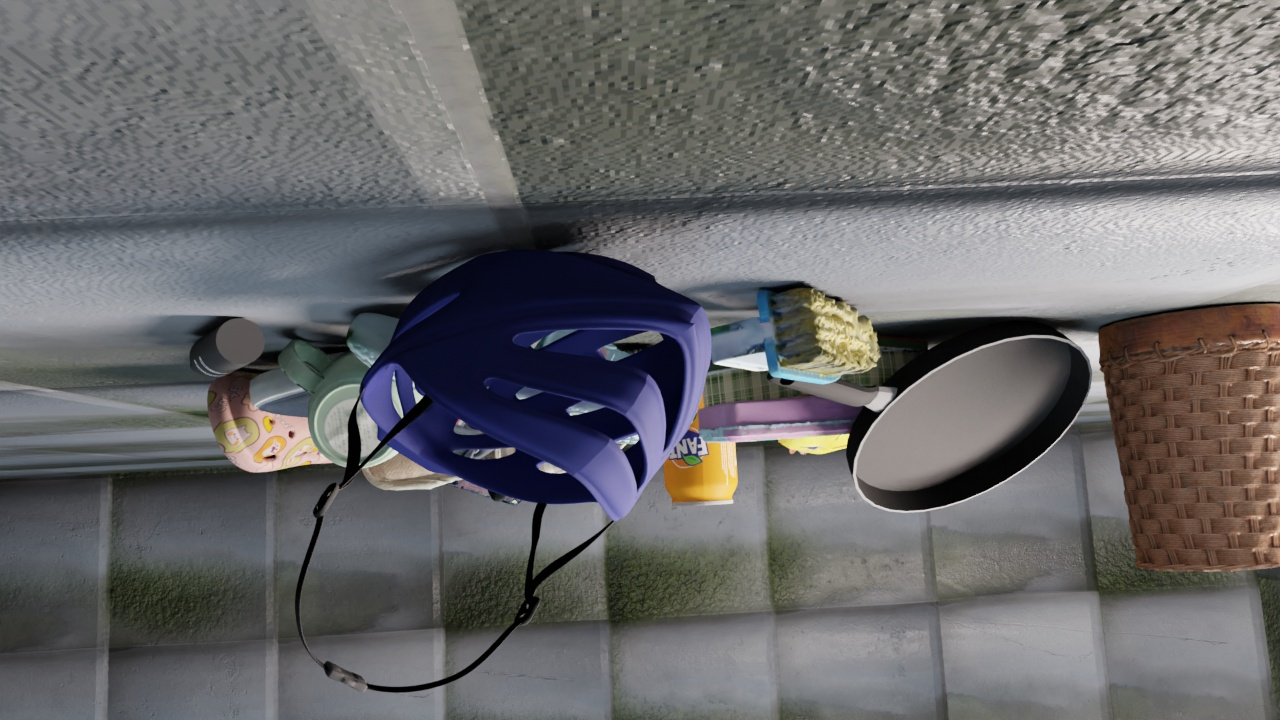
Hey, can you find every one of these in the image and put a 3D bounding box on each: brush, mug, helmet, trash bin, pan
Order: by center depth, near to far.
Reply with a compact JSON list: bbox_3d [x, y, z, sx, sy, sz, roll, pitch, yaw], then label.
[{"bbox_3d":[-0.074,0.056,0.462,0.147,0.227,0.242,38,147,-28],"label":"helmet"},{"bbox_3d":[0.110,-0.011,0.631,0.075,0.055,0.135,-13,168,31],"label":"brush"},{"bbox_3d":[-0.212,0.026,0.664,0.111,0.084,0.104,41,180,-12],"label":"mug"},{"bbox_3d":[0.237,0.039,0.782,0.355,0.034,0.226,16,126,-33],"label":"pan"},{"bbox_3d":[0.487,0.068,0.785,0.151,0.210,0.151,-4,172,-1],"label":"trash bin"}]

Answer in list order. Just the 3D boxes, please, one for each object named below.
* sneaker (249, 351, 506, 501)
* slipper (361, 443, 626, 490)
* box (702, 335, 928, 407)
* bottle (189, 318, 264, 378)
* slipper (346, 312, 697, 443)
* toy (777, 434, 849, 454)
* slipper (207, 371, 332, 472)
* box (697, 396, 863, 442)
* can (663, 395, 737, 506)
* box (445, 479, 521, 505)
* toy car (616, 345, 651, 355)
[{"bbox_3d":[-0.177,0.057,0.784,0.294,0.127,0.121,2,170,-17],"label":"sneaker"},{"bbox_3d":[-0.144,0.069,0.885,0.273,0.114,0.054,-9,170,5],"label":"slipper"},{"bbox_3d":[0.162,0.014,0.876,0.117,0.050,0.206,0,173,-37],"label":"box"},{"bbox_3d":[-0.288,-0.004,0.626,0.030,0.030,0.113,3,170,-38],"label":"bottle"},{"bbox_3d":[-0.072,0.002,0.625,0.245,0.074,0.104,16,166,-15],"label":"slipper"},{"bbox_3d":[0.221,0.046,1.000,0.133,0.092,0.208,-10,167,-26],"label":"toy"},{"bbox_3d":[-0.308,0.046,0.844,0.082,0.093,0.197,-25,169,11],"label":"slipper"},{"bbox_3d":[0.159,0.053,0.841,0.214,0.036,0.076,-2,173,-19],"label":"box"},{"bbox_3d":[0.063,0.085,1.001,0.079,0.142,0.079,-3,172,-1],"label":"can"},{"bbox_3d":[-0.206,0.104,1.047,0.231,0.077,0.084,10,-165,36],"label":"box"},{"bbox_3d":[-0.005,0.005,0.813,0.039,0.027,0.090,-5,172,2],"label":"toy car"}]
